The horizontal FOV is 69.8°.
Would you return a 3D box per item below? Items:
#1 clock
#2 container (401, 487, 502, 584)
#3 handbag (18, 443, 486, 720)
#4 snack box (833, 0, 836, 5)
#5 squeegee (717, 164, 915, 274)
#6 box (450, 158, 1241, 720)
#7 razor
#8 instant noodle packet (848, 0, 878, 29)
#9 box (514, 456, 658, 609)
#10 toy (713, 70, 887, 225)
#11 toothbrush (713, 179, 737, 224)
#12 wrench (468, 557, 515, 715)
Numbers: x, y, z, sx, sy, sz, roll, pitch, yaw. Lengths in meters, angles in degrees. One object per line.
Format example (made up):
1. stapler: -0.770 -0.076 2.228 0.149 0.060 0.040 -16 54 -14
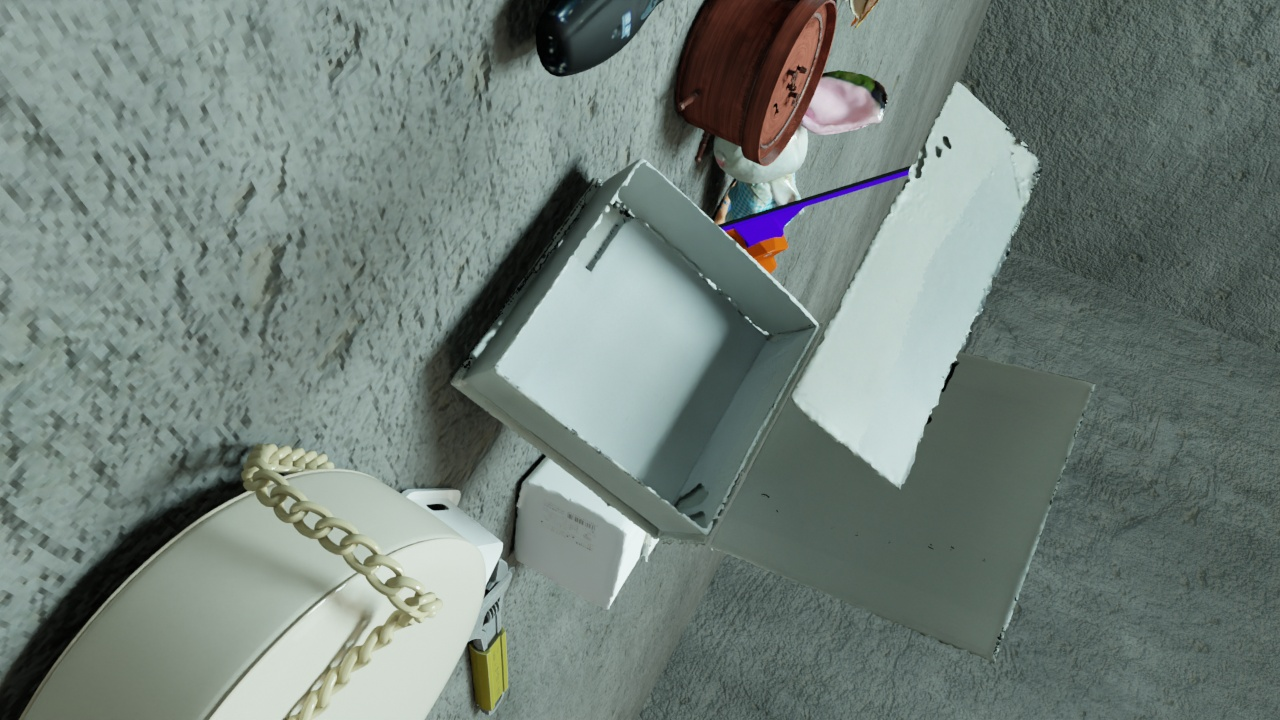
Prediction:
1. clock: 0.086 -0.218 0.646 0.157 0.072 0.120 -62 165 -5
2. container: -0.133 0.144 0.542 0.129 0.049 0.080 -64 165 0
3. handbag: -0.152 0.154 0.393 0.208 0.103 0.210 -59 163 -3
4. snack box: 0.146 -0.314 0.793 0.089 0.021 0.133 -62 165 -12
5. squeegee: 0.086 -0.087 0.774 0.249 0.055 0.185 -19 176 -13
6. box: 0.094 0.036 0.511 0.166 0.369 0.150 -59 162 -22
7. razor: 0.001 -0.180 0.437 0.140 0.064 0.053 -56 162 -32
8. instant noodle packet: 0.219 -0.410 0.768 0.222 0.084 0.162 87 21 -71
9. box: -0.016 0.114 0.753 0.136 0.124 0.109 -53 161 -44
10. toy: 0.097 -0.173 0.773 0.105 0.131 0.206 -17 150 -28
11. toothbrush: 0.093 -0.164 0.878 0.135 0.017 0.021 -60 161 -6
12. wrench: -0.131 0.246 0.778 0.083 0.018 0.274 -52 161 -38
